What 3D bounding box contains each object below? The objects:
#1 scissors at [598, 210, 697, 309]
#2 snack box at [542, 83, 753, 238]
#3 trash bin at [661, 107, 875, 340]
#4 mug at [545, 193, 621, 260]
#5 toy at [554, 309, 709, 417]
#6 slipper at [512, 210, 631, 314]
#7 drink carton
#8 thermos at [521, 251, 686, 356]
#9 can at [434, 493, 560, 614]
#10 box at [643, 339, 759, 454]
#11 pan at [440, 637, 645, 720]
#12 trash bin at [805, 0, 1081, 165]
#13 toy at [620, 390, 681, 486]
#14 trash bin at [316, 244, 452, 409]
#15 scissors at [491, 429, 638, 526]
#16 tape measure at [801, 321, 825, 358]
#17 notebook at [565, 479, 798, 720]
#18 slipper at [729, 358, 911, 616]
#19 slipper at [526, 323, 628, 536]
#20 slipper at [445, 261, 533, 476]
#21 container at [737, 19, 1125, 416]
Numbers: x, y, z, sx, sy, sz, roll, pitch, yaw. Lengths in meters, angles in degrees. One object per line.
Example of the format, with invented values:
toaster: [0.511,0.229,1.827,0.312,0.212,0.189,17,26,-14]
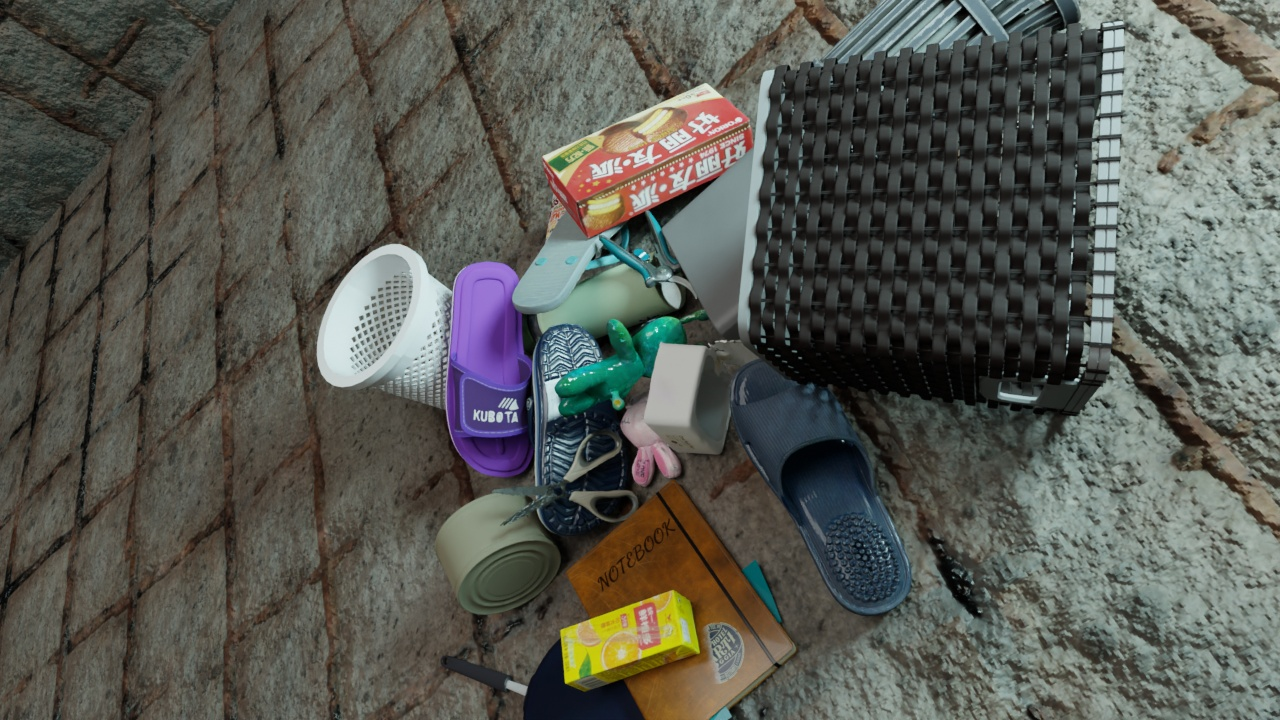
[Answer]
scissors: [0.012,-0.120,1.051,0.156,0.019,0.124,15,61,18]
snack box: [0.010,-0.247,1.123,0.236,0.060,0.113,-27,48,-9]
trash bin: [0.156,-0.143,0.995,0.220,0.097,0.191,-40,49,18]
mug: [-0.071,-0.180,1.222,0.105,0.073,0.089,1,67,11]
toy: [-0.006,0.006,1.008,0.193,0.131,0.072,-30,60,-19]
slipper: [-0.071,-0.137,1.129,0.098,0.055,0.267,9,47,32]
drink carton: [-0.012,0.277,0.908,0.135,0.043,0.058,-24,51,19]
thermos: [-0.060,-0.062,1.142,0.232,0.082,0.082,-17,58,31]
can: [-0.162,0.221,1.047,0.128,0.127,0.073,-46,49,11]
box: [0.094,0.030,0.959,0.137,0.108,0.128,4,68,26]
pan: [-0.109,0.369,1.004,0.357,0.021,0.198,2,70,40]
trash bin: [0.292,-0.320,0.934,0.228,0.164,0.164,-42,48,20]
toy: [0.011,0.084,1.032,0.064,0.047,0.110,-20,70,22]
trash bin: [-0.284,-0.021,1.219,0.196,0.199,0.195,-18,58,32]
scissors: [-0.073,0.134,1.003,0.162,0.158,0.013,-67,13,-20]
tape measure: [0.179,-0.035,0.937,0.072,0.071,0.042,-42,50,6]
notebook: [0.042,0.252,0.929,0.178,0.014,0.249,-42,48,4]
slipper: [0.166,0.100,0.832,0.101,0.082,0.263,-23,67,-5]
slipper: [-0.080,0.083,1.080,0.095,0.105,0.252,137,132,-62]
slipper: [-0.178,0.013,1.110,0.084,0.107,0.266,-175,83,-71]
container: [0.231,-0.097,0.737,0.244,0.247,0.245,3,81,21]
